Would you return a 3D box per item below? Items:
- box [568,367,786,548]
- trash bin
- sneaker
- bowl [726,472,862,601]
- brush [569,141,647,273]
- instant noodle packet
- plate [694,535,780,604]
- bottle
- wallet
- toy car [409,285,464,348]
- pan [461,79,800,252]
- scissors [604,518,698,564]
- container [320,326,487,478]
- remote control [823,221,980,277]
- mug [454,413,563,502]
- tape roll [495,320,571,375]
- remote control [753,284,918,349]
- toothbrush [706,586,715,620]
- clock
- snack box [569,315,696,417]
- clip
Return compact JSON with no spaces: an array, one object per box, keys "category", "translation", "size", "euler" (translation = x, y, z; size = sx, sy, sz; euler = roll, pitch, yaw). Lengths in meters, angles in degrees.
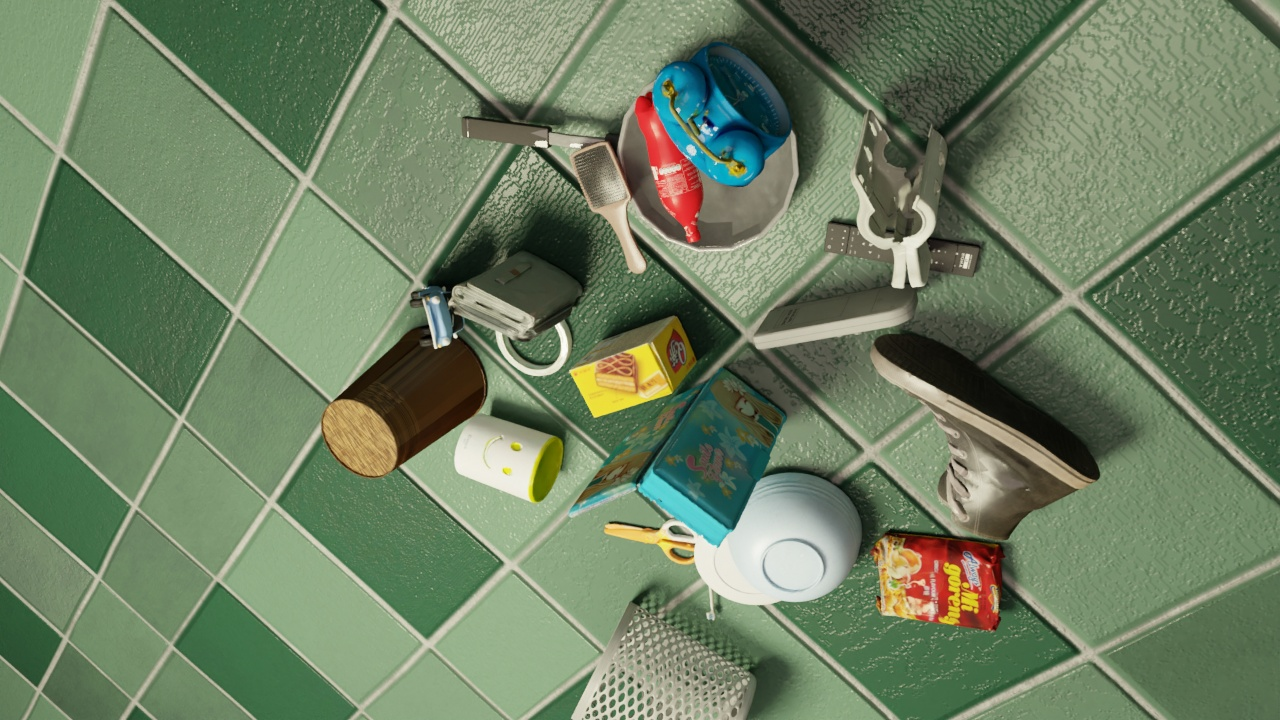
[{"category":"box","translation":[0.044,0.083,0.915],"size":[0.172,0.226,0.084],"euler":[8,117,19]},{"category":"trash bin","translation":[0.032,0.412,1.132],"size":[0.183,0.156,0.157],"euler":[27,122,6]},{"category":"sneaker","translation":[0.302,0.074,0.884],"size":[0.235,0.095,0.120],"euler":[33,123,-3]},{"category":"bowl","translation":[0.166,0.204,0.997],"size":[0.151,0.074,0.151],"euler":[4,112,9]},{"category":"brush","translation":[-0.027,-0.147,0.907],"size":[0.050,0.015,0.136],"euler":[-12,110,33]},{"category":"instant noodle packet","translation":[0.318,0.238,0.987],"size":[0.136,0.039,0.099],"euler":[3,109,23]},{"category":"plate","translation":[0.129,0.234,1.067],"size":[0.134,0.011,0.135],"euler":[5,116,9]},{"category":"bottle","translation":[0.032,-0.178,0.848],"size":[0.042,0.041,0.141],"euler":[-7,112,26]},{"category":"wallet","translation":[-0.130,-0.068,0.972],"size":[0.100,0.131,0.054],"euler":[21,117,12]},{"category":"toy car","translation":[-0.224,-0.053,1.025],"size":[0.054,0.153,0.056],"euler":[-14,103,-11]},{"category":"pan","translation":[-0.016,-0.211,0.904],"size":[0.358,0.041,0.179],"euler":[12,119,18]},{"category":"scissors","translation":[0.013,0.213,1.121],"size":[0.129,0.013,0.065],"euler":[9,117,18]},{"category":"container","translation":[-0.279,0.052,1.075],"size":[0.132,0.166,0.132],"euler":[10,118,19]},{"category":"remote control","translation":[0.244,-0.105,0.863],"size":[0.140,0.009,0.030],"euler":[13,119,17]},{"category":"mug","translation":[-0.158,0.116,1.106],"size":[0.106,0.082,0.083],"euler":[17,120,16]},{"category":"tape roll","translation":[-0.124,-0.026,1.060],"size":[0.093,0.013,0.093],"euler":[10,118,18]},{"category":"remote control","translation":[0.188,-0.041,0.881],"size":[0.151,0.074,0.019],"euler":[-10,110,27]},{"category":"toothbrush","translation":[0.082,0.236,1.098],"size":[0.022,0.024,0.186],"euler":[38,140,57]},{"category":"clock","translation":[0.065,-0.199,0.754],"size":[0.117,0.161,0.060],"euler":[48,126,-8]},{"category":"snack box","translation":[-0.006,0.006,0.983],"size":[0.106,0.083,0.061],"euler":[-19,106,31]},{"category":"clip","translation":[0.236,-0.135,0.787],"size":[0.105,0.126,0.152],"euler":[-19,120,37]}]
